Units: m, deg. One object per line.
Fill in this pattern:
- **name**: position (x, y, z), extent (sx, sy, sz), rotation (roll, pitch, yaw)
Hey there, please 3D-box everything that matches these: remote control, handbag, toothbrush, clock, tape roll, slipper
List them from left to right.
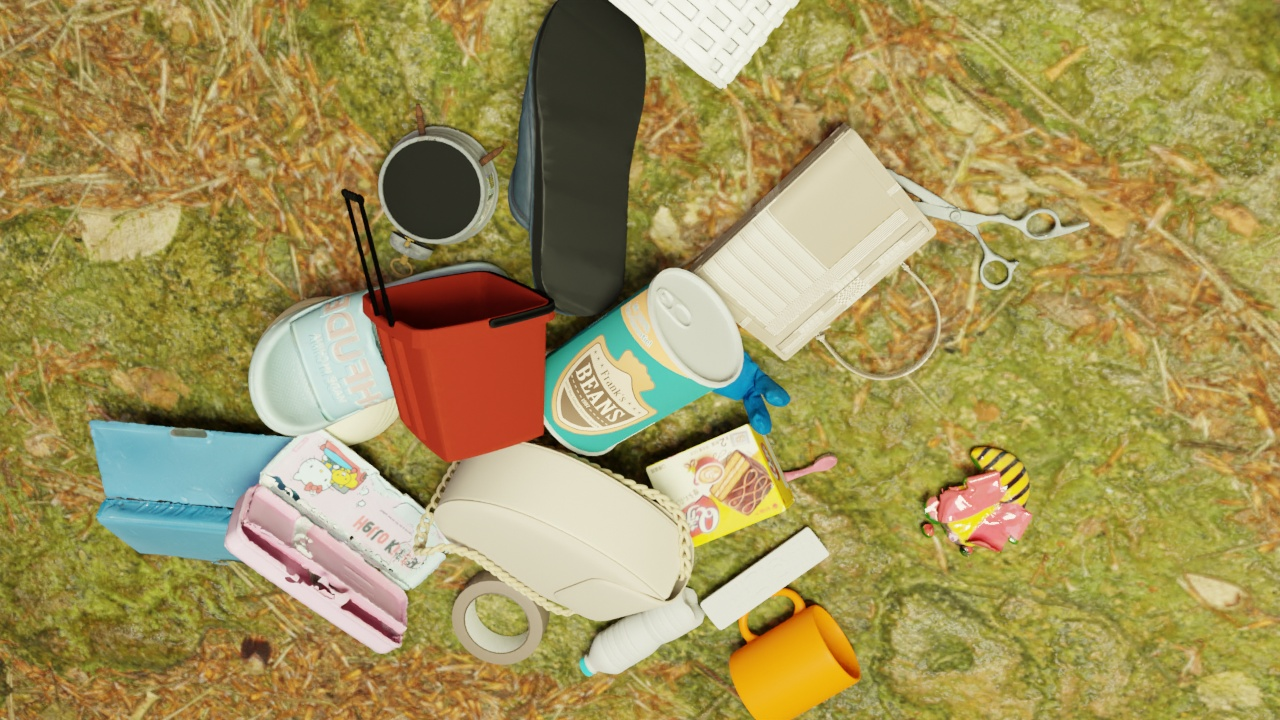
- **slipper**: position (-0.220, -0.018, 0.796), extent (0.245, 0.074, 0.104), rotation (-24, 101, -15)
- **clock**: position (-0.185, -0.140, 0.809), extent (0.104, 0.056, 0.148), rotation (26, 103, -8)
- **tape roll**: position (-0.140, 0.257, 0.924), extent (0.094, 0.030, 0.094), rotation (2, 106, 9)
- **handbag**: position (-0.075, 0.157, 0.799), extent (0.208, 0.103, 0.211), rotation (31, 151, -11)
- **slipper**: position (-0.063, -0.170, 0.760), extent (0.084, 0.108, 0.265), rotation (5, 92, 51)
- **remote control**: position (0.117, 0.207, 0.871), extent (0.131, 0.012, 0.033), rotation (-38, 90, 11)
- **toothbrush**: position (0.120, 0.115, 0.852), extent (0.135, 0.016, 0.021), rotation (-25, 99, 17)
- **handbag**: position (0.172, -0.064, 0.774), extent (0.198, 0.062, 0.176), rotation (44, 109, -10)

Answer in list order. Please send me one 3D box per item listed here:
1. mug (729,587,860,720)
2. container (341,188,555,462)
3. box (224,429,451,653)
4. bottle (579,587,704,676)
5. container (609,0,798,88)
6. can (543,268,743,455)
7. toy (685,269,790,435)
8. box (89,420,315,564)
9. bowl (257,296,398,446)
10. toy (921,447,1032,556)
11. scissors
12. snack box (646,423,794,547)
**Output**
- **mug**: position (0.136, 0.273, 0.867), extent (0.096, 0.077, 0.112), rotation (-37, 69, 16)
- **container**: position (-0.147, -0.039, 0.711), extent (0.126, 0.148, 0.201), rotation (-15, 113, -29)
- **box**: position (-0.266, 0.166, 0.848), extent (0.101, 0.111, 0.201), rotation (-36, 121, 9)
- **bottle**: position (-0.002, 0.269, 0.898), extent (0.136, 0.044, 0.044), rotation (-36, 97, 16)
- **container**: position (0.050, -0.327, 0.651), extent (0.189, 0.189, 0.187), rotation (40, 108, -3)
- **can**: position (-0.004, 0.004, 0.737), extent (0.144, 0.099, 0.099), rotation (-32, 99, 37)
- **toy**: position (0.056, -0.005, 0.797), extent (0.176, 0.070, 0.113), rotation (32, 111, 21)
- **box**: position (-0.420, 0.144, 0.899), extent (0.232, 0.060, 0.175), rotation (3, 128, 10)
- **bowl**: position (-0.304, 0.020, 0.863), extent (0.151, 0.075, 0.151), rotation (3, 105, 9)
- **toy**: position (0.302, 0.128, 0.812), extent (0.084, 0.046, 0.103), rotation (31, 103, 14)
- **scissors**: position (0.278, -0.124, 0.758), extent (0.131, 0.014, 0.153), rotation (-35, 99, 26)
- **snack box**: position (0.071, 0.112, 0.825), extent (0.106, 0.061, 0.083), rotation (-25, 83, 15)
